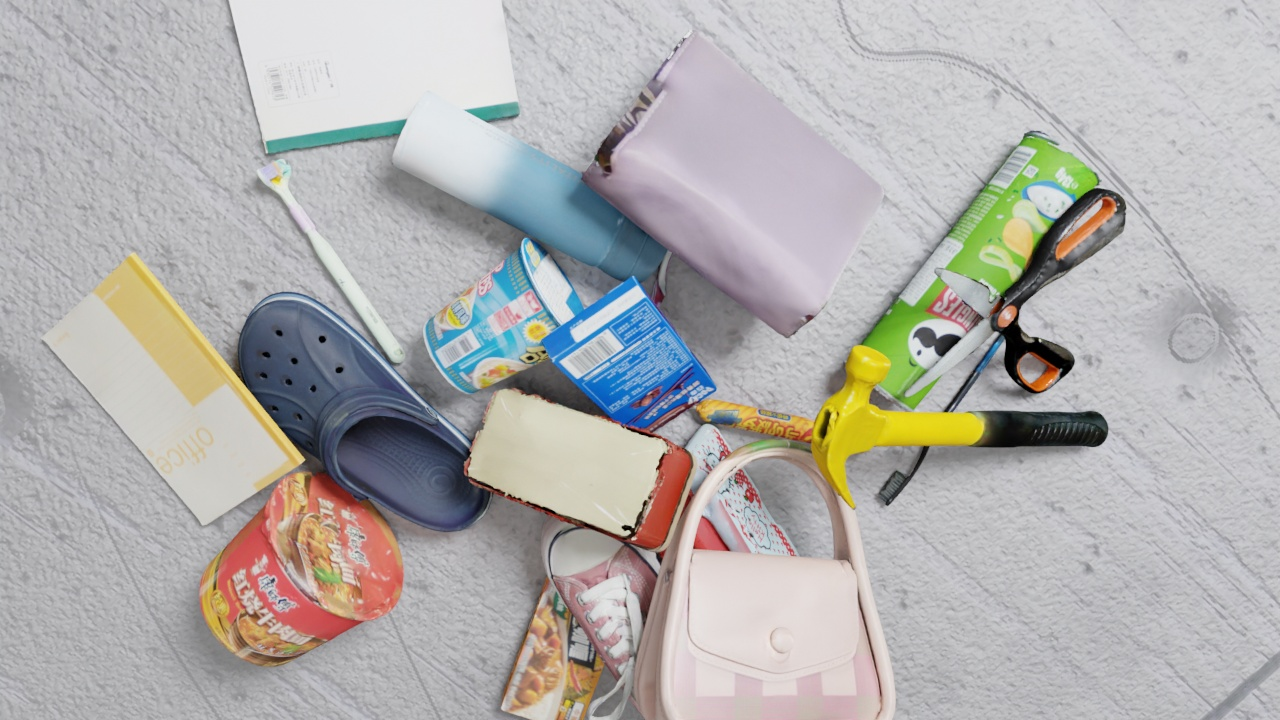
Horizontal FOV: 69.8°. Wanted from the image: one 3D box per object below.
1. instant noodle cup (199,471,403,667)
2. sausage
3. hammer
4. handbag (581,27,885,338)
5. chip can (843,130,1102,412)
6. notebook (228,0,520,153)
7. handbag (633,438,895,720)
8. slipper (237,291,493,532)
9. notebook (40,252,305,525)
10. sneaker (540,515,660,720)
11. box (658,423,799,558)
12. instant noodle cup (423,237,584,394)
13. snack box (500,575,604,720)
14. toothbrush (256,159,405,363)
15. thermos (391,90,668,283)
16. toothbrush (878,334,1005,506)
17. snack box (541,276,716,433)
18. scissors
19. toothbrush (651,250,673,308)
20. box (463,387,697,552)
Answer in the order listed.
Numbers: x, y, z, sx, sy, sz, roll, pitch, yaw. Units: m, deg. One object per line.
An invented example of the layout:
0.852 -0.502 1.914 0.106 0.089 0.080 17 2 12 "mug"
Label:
-0.282 0.177 0.758 0.109 0.137 0.138 -37 101 15 "instant noodle cup"
0.124 0.056 0.791 0.165 0.021 0.021 11 102 -4 "sausage"
0.261 0.055 0.726 0.300 0.033 0.129 2 120 -27 "hammer"
0.068 -0.127 0.689 0.197 0.144 0.099 37 143 -7 "handbag"
0.264 -0.068 0.741 0.072 0.072 0.236 35 99 -9 "chip can"
-0.209 -0.252 0.718 0.209 0.012 0.150 -8 104 1 "notebook"
0.100 0.179 0.715 0.193 0.093 0.234 7 81 -18 "handbag"
-0.229 0.057 0.748 0.253 0.095 0.105 44 95 -13 "slipper"
-0.384 0.031 0.752 0.146 0.010 0.206 -29 103 28 "notebook"
-0.006 0.229 0.765 0.118 0.088 0.241 -27 102 2 "sneaker"
0.082 0.155 0.796 0.100 0.096 0.201 -41 104 -31 "box"
-0.110 -0.028 0.734 0.110 0.099 0.099 -30 102 12 "instant noodle cup"
-0.067 0.256 0.828 0.075 0.026 0.154 19 101 -6 "snack box"
-0.249 -0.078 0.753 0.020 0.029 0.189 -18 108 46 "toothbrush"
-0.080 -0.131 0.718 0.220 0.070 0.070 26 100 -10 "thermos"
0.264 0.047 0.797 0.016 0.014 0.190 34 100 16 "toothbrush"
-0.004 0.004 0.726 0.084 0.026 0.157 -34 143 6 "snack box"
0.299 -0.041 0.716 0.233 0.021 0.221 30 101 -41 "scissors"
0.020 -0.060 0.766 0.017 0.016 0.188 11 102 -12 "toothbrush"
-0.051 0.079 0.716 0.168 0.077 0.091 15 79 29 "box"
